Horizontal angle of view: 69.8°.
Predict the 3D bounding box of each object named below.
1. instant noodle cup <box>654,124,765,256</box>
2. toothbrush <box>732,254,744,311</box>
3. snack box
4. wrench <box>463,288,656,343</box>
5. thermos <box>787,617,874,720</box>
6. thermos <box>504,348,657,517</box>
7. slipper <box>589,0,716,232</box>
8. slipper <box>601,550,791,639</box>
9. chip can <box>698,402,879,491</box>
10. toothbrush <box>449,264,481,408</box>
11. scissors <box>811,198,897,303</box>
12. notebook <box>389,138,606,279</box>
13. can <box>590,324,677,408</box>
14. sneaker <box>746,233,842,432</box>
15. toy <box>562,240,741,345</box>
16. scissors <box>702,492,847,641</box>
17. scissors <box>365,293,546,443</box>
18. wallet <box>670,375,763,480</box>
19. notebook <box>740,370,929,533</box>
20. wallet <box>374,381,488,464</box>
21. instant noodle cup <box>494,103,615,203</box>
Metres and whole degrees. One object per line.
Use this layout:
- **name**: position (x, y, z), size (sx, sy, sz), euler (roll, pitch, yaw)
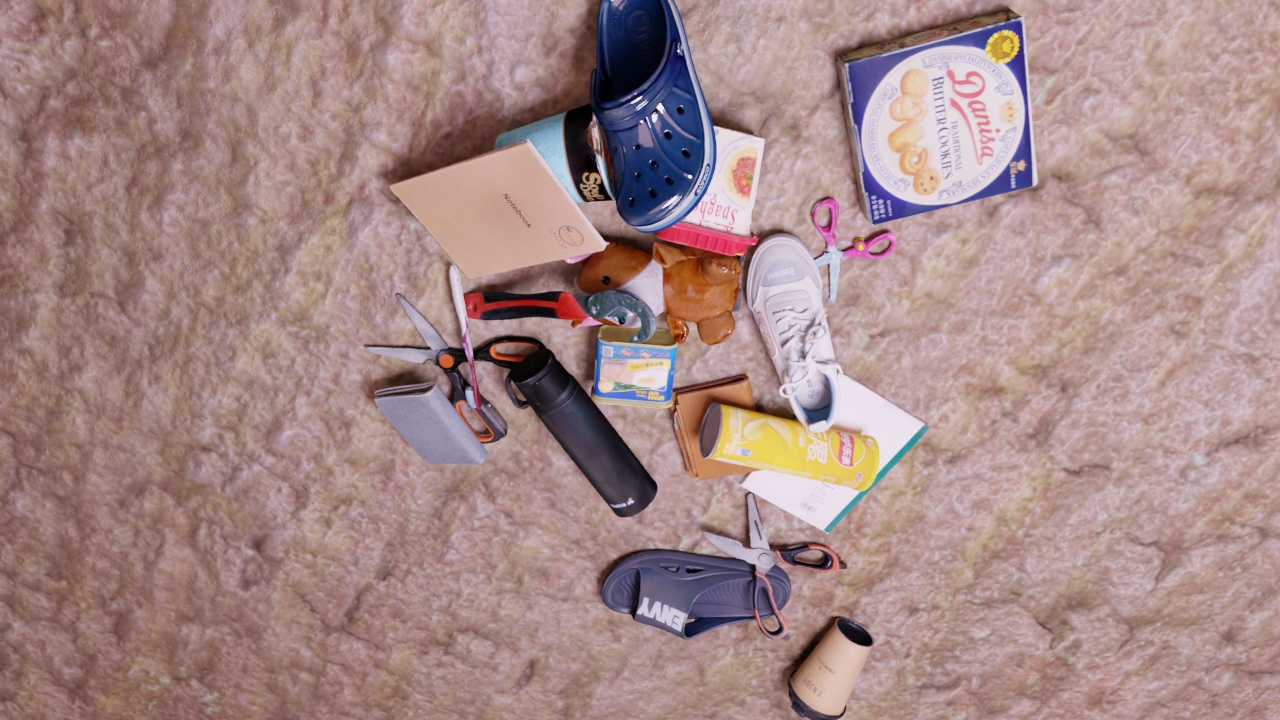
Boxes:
- **instant noodle cup**: position (0.075, -0.186, 0.976), size (0.116, 0.116, 0.124), euler (12, 107, -5)
- **toothbrush**: position (0.121, -0.139, 1.051), size (0.017, 0.014, 0.189), euler (3, 119, -11)
- **snack box**: position (0.313, -0.252, 0.965), size (0.183, 0.045, 0.178), euler (-13, 118, 9)
- **wrench**: position (-0.100, -0.057, 1.026), size (0.274, 0.016, 0.056), euler (7, 110, 34)
- **thermos**: position (0.278, 0.449, 1.333), size (0.093, 0.093, 0.143), euler (21, 110, -10)
- **thermos**: position (-0.076, 0.094, 1.149), size (0.090, 0.068, 0.242), euler (-14, 124, 36)
- **slipper**: position (0.005, -0.254, 0.891), size (0.105, 0.095, 0.252), euler (-7, 88, 30)
- **slipper**: position (0.079, 0.329, 1.273), size (0.268, 0.083, 0.111), euler (2, 117, -1)
- **chip can**: position (0.182, 0.107, 1.124), size (0.213, 0.072, 0.072), euler (12, 119, -13)
- **toothbrush**: position (-0.213, -0.026, 1.104), size (0.017, 0.016, 0.188), euler (0, 115, 12)
- **scissors**: position (0.224, -0.127, 1.054), size (0.133, 0.017, 0.135), euler (-23, 119, 17)
- **notebook**: position (-0.155, -0.155, 0.984), size (0.208, 0.008, 0.148), euler (-7, 136, 36)
- **can**: position (-0.007, 0.006, 1.111), size (0.102, 0.057, 0.083), euler (5, 116, -2)
- **sneaker**: position (0.179, -0.024, 1.061), size (0.090, 0.090, 0.242), euler (-13, 114, 15)
- **toy**: position (0.012, -0.076, 1.034), size (0.200, 0.130, 0.140), euler (7, 125, 9)
- **scissors**: position (0.177, 0.284, 1.252), size (0.223, 0.015, 0.189), euler (18, 95, -15)
- **scissors**: position (-0.218, 0.007, 1.139), size (0.232, 0.021, 0.221), euler (-12, 113, 7)
- **wallet**: position (0.098, 0.089, 1.166), size (0.108, 0.031, 0.132), euler (-12, 113, 9)
- **notebook**: position (0.250, 0.124, 1.193), size (0.150, 0.012, 0.210), euler (30, 115, -14)
- **wallet**: position (-0.263, 0.079, 1.148), size (0.107, 0.036, 0.130), euler (-4, 133, 31)
- **instant noodle cup**: position (-0.087, -0.212, 0.969), size (0.120, 0.111, 0.111), euler (-7, 119, 14)
